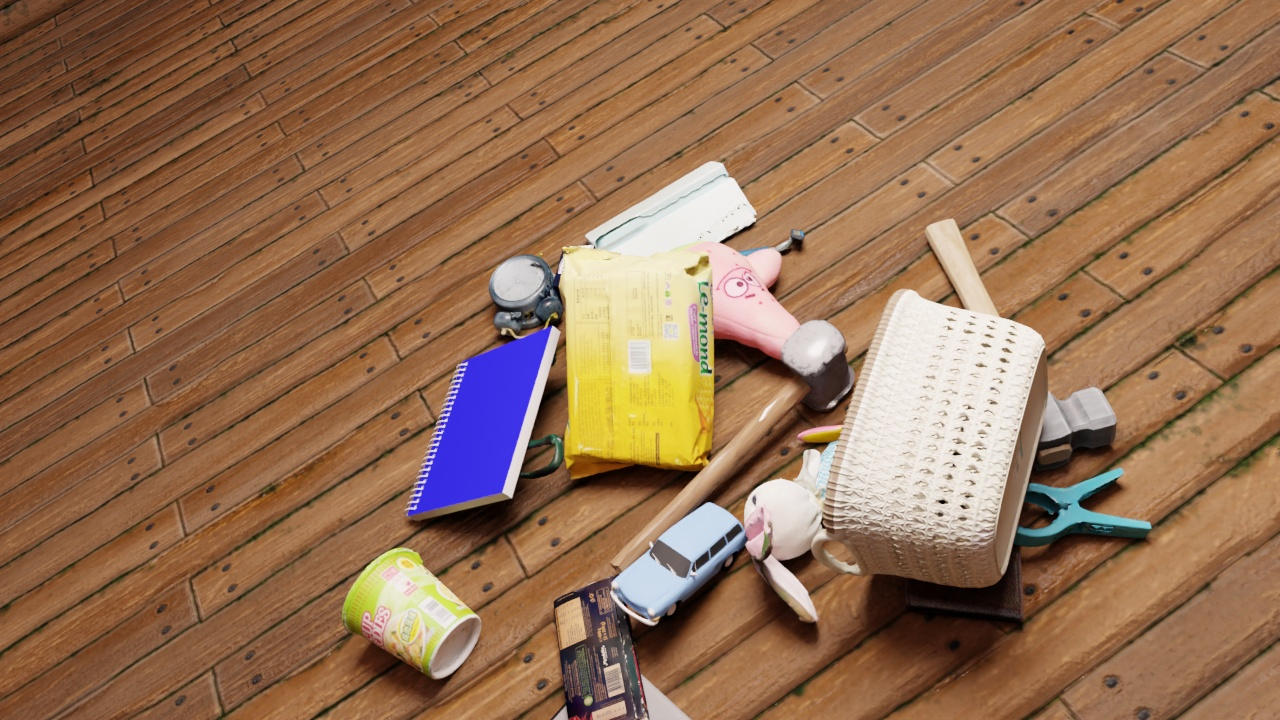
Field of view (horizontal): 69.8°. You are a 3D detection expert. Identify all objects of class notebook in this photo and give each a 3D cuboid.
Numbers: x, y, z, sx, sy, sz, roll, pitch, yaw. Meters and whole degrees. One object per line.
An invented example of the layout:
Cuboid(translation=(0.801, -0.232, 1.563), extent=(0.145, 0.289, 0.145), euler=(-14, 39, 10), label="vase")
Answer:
Cuboid(translation=(-0.177, 0.071, 1.024), extent=(0.172, 0.022, 0.208), euler=(-19, 45, 38), label="notebook")

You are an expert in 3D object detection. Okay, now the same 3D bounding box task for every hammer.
Cuboid(translation=(0.362, -0.031, 0.946), extent=(0.117, 0.051, 0.322), euler=(-17, 48, 10), label="hammer")
Cuboid(translation=(0.094, 0.094, 0.925), extent=(0.328, 0.098, 0.052), euler=(-45, 56, -8), label="hammer")

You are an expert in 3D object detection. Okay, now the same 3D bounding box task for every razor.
Cuboid(translation=(0.129, -0.131, 1.117), extent=(0.144, 0.022, 0.042), euler=(-14, 14, 14), label="razor")

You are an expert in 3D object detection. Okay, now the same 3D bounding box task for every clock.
Cuboid(translation=(-0.142, -0.076, 1.149), extent=(0.090, 0.052, 0.129), euler=(-17, 55, 6), label="clock")

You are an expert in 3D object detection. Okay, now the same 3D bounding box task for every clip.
Cuboid(translation=(0.380, 0.145, 0.804), extent=(0.127, 0.028, 0.113), euler=(1, 50, 4), label="clip")

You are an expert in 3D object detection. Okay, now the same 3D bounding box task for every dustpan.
Cuboid(translation=(0.008, 0.383, 0.767), extent=(0.163, 0.033, 0.258), euler=(-45, 44, -17), label="dustpan")

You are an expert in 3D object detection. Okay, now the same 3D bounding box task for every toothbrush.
Cuboid(translation=(0.227, 0.068, 0.932), extent=(0.135, 0.021, 0.016), euler=(-12, 49, 6), label="toothbrush")

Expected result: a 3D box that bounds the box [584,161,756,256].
Cuboid(translation=(0.035, -0.173, 1.168), extent=(0.197, 0.075, 0.125), euler=(-31, 71, -1), label="box")

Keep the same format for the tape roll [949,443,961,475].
Cuboid(translation=(0.274, 0.079, 0.897), extent=(0.093, 0.016, 0.091), euler=(-4, 62, 7), label="tape roll")

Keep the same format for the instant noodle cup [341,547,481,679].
Cuboid(translation=(-0.220, 0.254, 0.903), extent=(0.108, 0.099, 0.098), euler=(28, 67, 25), label="instant noodle cup")

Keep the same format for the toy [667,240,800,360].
Cuboid(translation=(0.091, -0.068, 1.027), extent=(0.191, 0.097, 0.237), euler=(-31, 50, -33), label="toy")

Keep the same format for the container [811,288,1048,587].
Cuboid(translation=(0.251, 0.071, 0.778), extent=(0.143, 0.184, 0.245), euler=(10, 65, 30), label="container")

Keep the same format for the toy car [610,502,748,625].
Cuboid(translation=(0.040, 0.187, 0.863), extent=(0.056, 0.055, 0.153), euler=(29, 42, 34), label="toy car")

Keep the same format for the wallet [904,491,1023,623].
Cuboid(translation=(0.290, 0.173, 0.827), extent=(0.099, 0.031, 0.119), euler=(2, 54, 17), label="wallet")

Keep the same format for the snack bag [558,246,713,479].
Cuboid(translation=(-0.006, 0.006, 0.945), extent=(0.160, 0.247, 0.068), euler=(0, 10, 11), label="snack bag")

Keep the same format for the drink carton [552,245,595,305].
Cuboid(translation=(-0.058, -0.069, 1.061), extent=(0.040, 0.130, 0.064), euler=(-2, 53, 18), label="drink carton")

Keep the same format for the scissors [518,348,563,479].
Cuboid(translation=(-0.129, 0.077, 0.993), extent=(0.201, 0.015, 0.204), euler=(-57, 35, -4), label="scissors")

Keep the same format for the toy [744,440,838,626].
Cuboid(translation=(0.152, 0.128, 0.870), extent=(0.106, 0.131, 0.204), euler=(5, 43, 45), label="toy")

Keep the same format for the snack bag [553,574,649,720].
Cuboid(translation=(-0.040, 0.276, 0.855), extent=(0.075, 0.018, 0.155), euler=(-23, 42, 8), label="snack bag")
